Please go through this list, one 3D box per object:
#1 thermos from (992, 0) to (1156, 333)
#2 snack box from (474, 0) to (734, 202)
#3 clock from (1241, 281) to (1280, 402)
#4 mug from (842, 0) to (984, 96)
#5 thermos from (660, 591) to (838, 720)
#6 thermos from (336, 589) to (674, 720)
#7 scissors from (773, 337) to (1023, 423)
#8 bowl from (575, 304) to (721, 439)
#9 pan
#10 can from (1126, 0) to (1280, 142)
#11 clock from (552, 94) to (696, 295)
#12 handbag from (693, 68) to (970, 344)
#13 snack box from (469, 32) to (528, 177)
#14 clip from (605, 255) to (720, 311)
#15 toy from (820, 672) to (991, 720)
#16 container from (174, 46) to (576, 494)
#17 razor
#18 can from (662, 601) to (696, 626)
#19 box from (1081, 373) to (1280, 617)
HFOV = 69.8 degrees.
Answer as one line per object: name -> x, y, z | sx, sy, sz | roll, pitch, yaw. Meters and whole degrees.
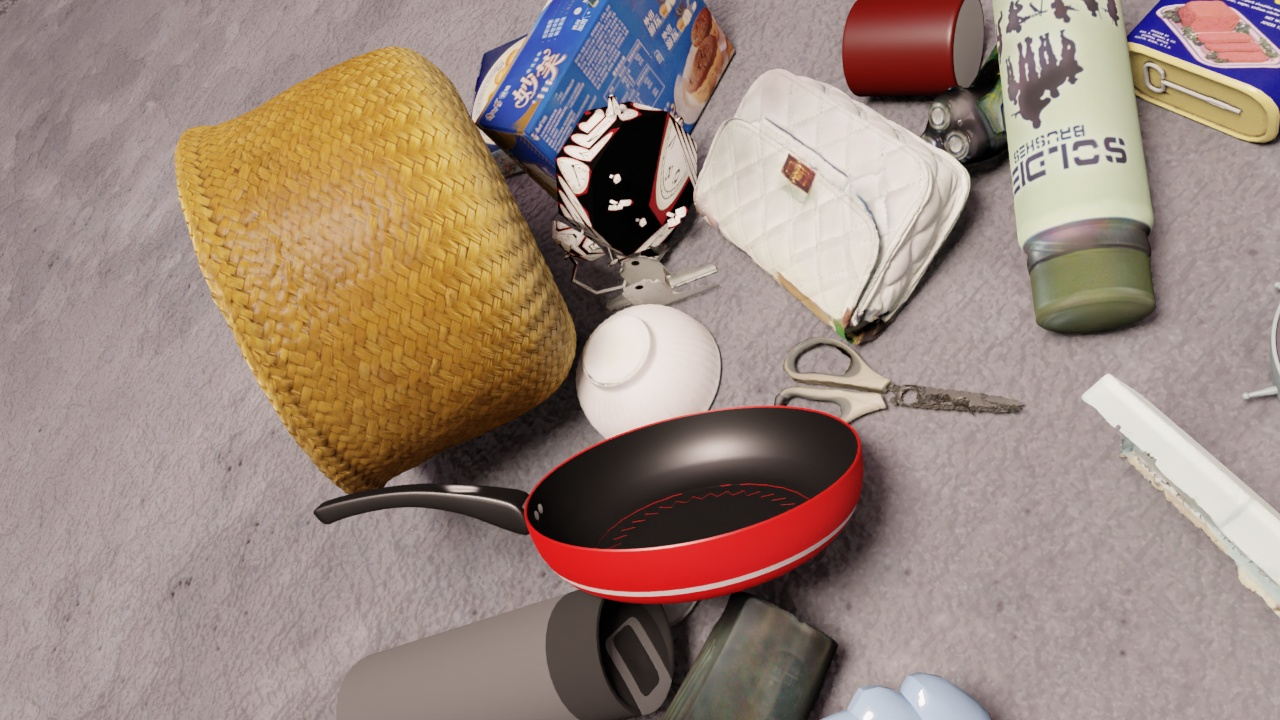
thermos -> 0.270, -0.132, 0.577 | 0.082, 0.082, 0.231 | -8, 74, 28
snack box -> -0.022, -0.232, 0.774 | 0.069, 0.155, 0.202 | 20, 78, 40
clock -> 0.406, 0.000, 0.462 | 0.159, 0.045, 0.122 | 15, 75, 35
mug -> 0.213, -0.245, 0.697 | 0.083, 0.073, 0.105 | 11, 43, 35
thermos -> 0.038, 0.249, 0.534 | 0.098, 0.098, 0.220 | 19, 73, 37
thermos -> -0.094, 0.213, 0.613 | 0.241, 0.082, 0.082 | -25, 55, 30
scissors -> 0.169, 0.012, 0.620 | 0.171, 0.012, 0.121 | -23, 58, 23
bowl -> -0.004, 0.004, 0.701 | 0.118, 0.062, 0.118 | -14, 59, 25
pan -> -0.038, 0.093, 0.585 | 0.356, 0.208, 0.067 | -11, 104, 11
can -> 0.377, -0.201, 0.575 | 0.092, 0.056, 0.116 | -48, 51, 3
clock -> -0.010, -0.123, 0.726 | 0.065, 0.114, 0.155 | 30, 109, 42
handbag -> 0.125, -0.119, 0.662 | 0.195, 0.072, 0.139 | 47, 121, 40
snack box -> -0.103, -0.260, 0.904 | 0.145, 0.042, 0.144 | -12, 60, 33
clip -> 0.008, -0.052, 0.729 | 0.102, 0.058, 0.050 | -21, 70, 22
toy -> 0.095, 0.233, 0.456 | 0.222, 0.120, 0.171 | 19, 81, -9
container -> -0.180, -0.073, 0.691 | 0.196, 0.307, 0.306 | -26, 53, -3
razor -> 0.249, -0.197, 0.647 | 0.054, 0.067, 0.151 | 12, 67, 56
can -> -0.006, 0.140, 0.638 | 0.097, 0.054, 0.054 | 29, 83, 38
box -> 0.295, 0.092, 0.424 | 0.041, 0.134, 0.197 | -46, 51, 16
